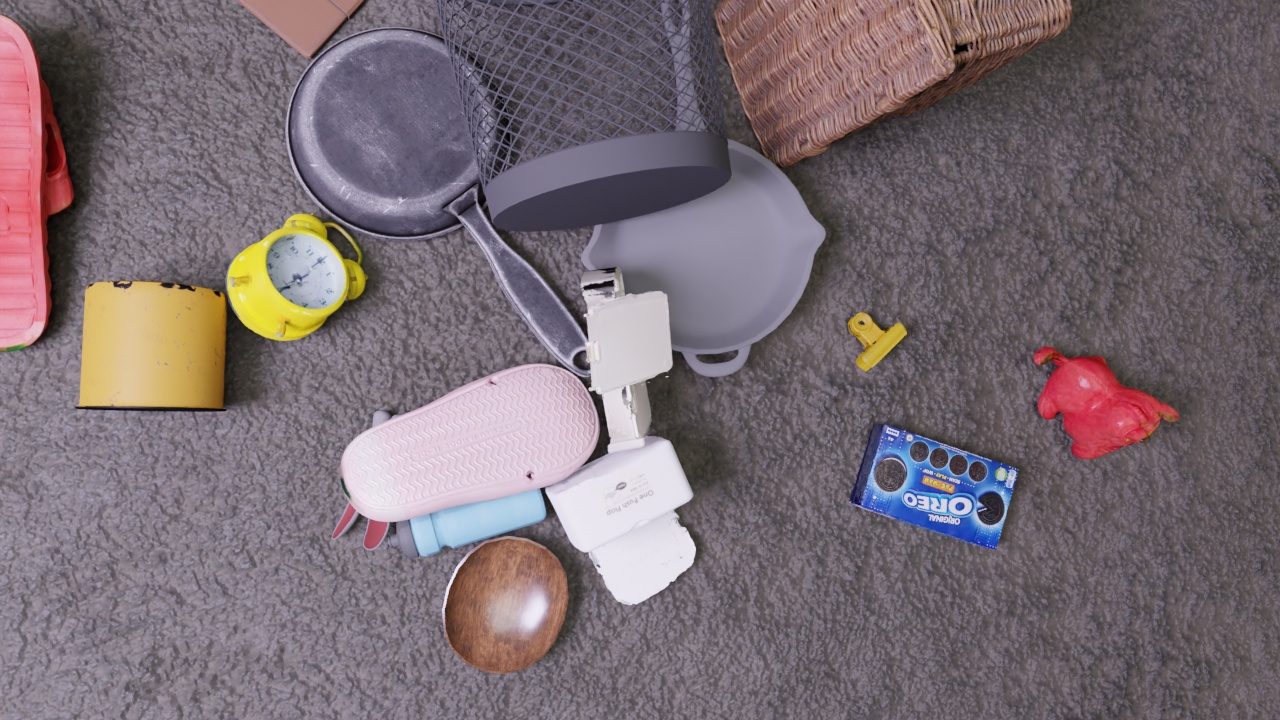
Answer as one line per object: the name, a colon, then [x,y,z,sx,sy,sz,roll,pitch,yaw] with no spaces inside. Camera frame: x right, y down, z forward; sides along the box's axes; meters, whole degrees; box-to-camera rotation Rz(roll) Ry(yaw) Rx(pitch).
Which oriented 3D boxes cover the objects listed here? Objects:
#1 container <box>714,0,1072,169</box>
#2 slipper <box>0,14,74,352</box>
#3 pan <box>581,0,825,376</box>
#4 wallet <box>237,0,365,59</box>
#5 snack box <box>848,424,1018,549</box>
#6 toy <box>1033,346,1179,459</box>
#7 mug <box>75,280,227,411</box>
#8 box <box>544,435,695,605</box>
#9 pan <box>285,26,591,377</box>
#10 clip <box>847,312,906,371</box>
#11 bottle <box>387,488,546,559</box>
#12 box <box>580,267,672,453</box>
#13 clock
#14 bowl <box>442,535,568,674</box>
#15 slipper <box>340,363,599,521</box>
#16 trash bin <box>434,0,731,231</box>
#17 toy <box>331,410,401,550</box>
container: [0.212,-0.286,0.770,0.182,0.250,0.162,-22,93,-22]
slipper: [-0.489,-0.132,0.695,0.103,0.059,0.249,3,103,-11]
pan: [0.048,-0.163,0.822,0.216,0.024,0.354,-7,89,-4]
wallet: [-0.274,-0.325,0.771,0.087,0.013,0.121,39,81,-8]
snack box: [0.279,0.120,0.870,0.150,0.027,0.082,18,85,-11]
toy: [0.438,0.029,0.876,0.088,0.094,0.133,-45,96,-11]
mug: [-0.377,-0.009,0.700,0.124,0.100,0.094,-2,85,28]
box: [-0.006,0.146,0.776,0.109,0.121,0.136,-23,91,-12]
pan: [-0.149,-0.129,0.779,0.187,0.055,0.357,-39,92,-12]
clip: [0.219,-0.022,0.862,0.054,0.044,0.049,-42,122,-9]
bottle: [-0.146,0.133,0.769,0.130,0.040,0.040,-15,91,-13]
box: [-0.002,0.004,0.717,0.070,0.186,0.143,-9,104,2]
clock: [-0.271,-0.069,0.732,0.083,0.057,0.118,52,42,-16]
bowl: [-0.115,0.205,0.780,0.102,0.026,0.114,19,85,-11]
slipper: [-0.133,0.072,0.752,0.221,0.056,0.106,-18,68,-27]
trash bin: [-0.044,-0.234,0.708,0.217,0.218,0.227,-11,89,-13]
toy: [-0.220,0.097,0.759,0.049,0.030,0.111,11,82,17]
